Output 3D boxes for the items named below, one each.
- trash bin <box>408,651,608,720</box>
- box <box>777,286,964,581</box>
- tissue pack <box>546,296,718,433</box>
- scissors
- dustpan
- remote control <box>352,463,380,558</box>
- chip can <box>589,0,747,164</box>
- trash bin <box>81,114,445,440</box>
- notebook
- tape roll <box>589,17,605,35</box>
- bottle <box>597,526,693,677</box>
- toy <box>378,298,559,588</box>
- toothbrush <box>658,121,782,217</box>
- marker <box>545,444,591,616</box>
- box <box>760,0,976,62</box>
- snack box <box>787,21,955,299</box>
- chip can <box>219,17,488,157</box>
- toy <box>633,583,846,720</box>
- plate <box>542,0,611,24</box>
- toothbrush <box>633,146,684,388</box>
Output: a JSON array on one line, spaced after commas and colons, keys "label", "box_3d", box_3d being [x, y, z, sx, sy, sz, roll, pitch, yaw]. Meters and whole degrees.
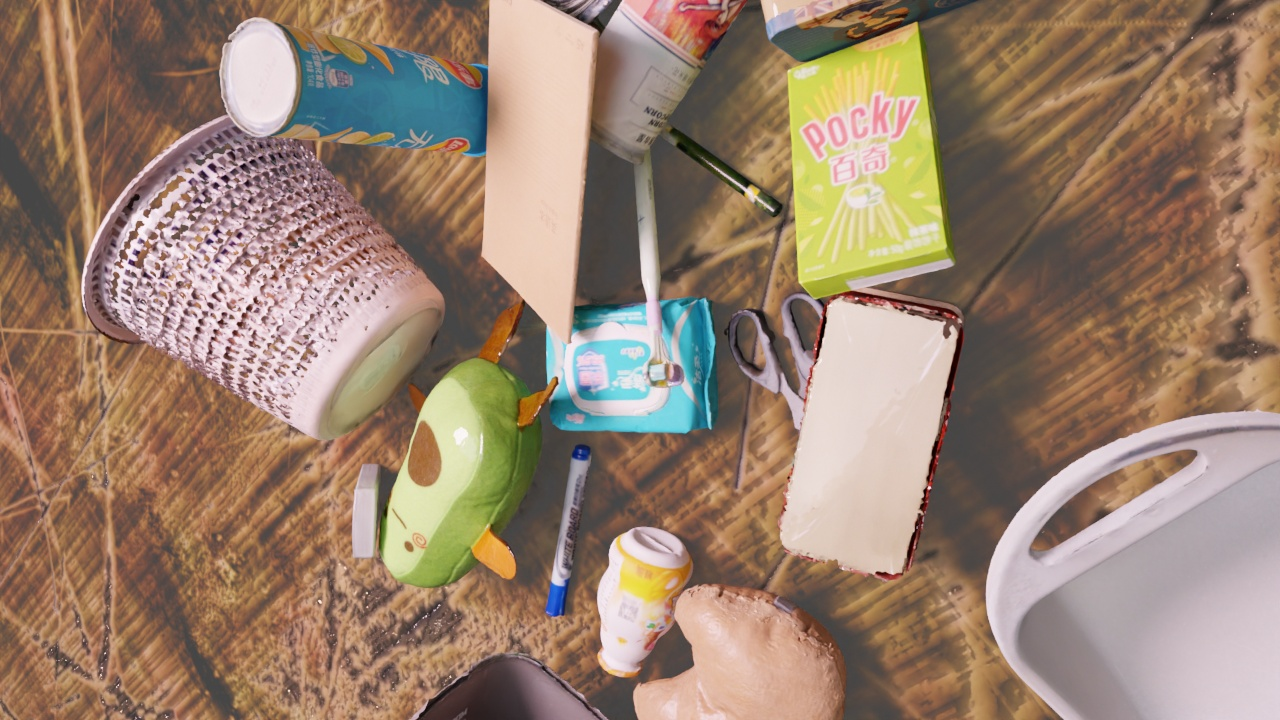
[{"label": "trash bin", "box_3d": [-0.111, 0.375, 0.680, 0.198, 0.198, 0.220, 38, 137, 19]}, {"label": "box", "box_3d": [0.139, 0.044, 0.566, 0.091, 0.080, 0.168, 13, 103, 16]}, {"label": "tissue pack", "box_3d": [-0.004, 0.004, 0.662, 0.134, 0.050, 0.093, -2, 95, 28]}, {"label": "scissors", "box_3d": [0.118, 0.036, 0.622, 0.172, 0.014, 0.147, 41, 115, 17]}, {"label": "dustpan", "box_3d": [0.310, 0.143, 0.461, 0.223, 0.142, 0.257, -44, 75, 27]}, {"label": "remote control", "box_3d": [-0.229, 0.123, 0.769, 0.019, 0.135, 0.056, 2, 93, -14]}, {"label": "chip can", "box_3d": [0.031, -0.235, 0.586, 0.071, 0.071, 0.215, 42, 110, 17]}, {"label": "trash bin", "box_3d": [-0.273, -0.050, 0.725, 0.192, 0.227, 0.228, 38, 114, 5]}, {"label": "notebook", "box_3d": [-0.074, -0.138, 0.632, 0.149, 0.012, 0.212, 45, 137, 45]}, {"label": "tape roll", "box_3d": [-0.006, -0.266, 0.642, 0.086, 0.013, 0.086, 5, 100, 28]}, {"label": "bottle", "box_3d": [-0.002, 0.180, 0.681, 0.063, 0.063, 0.108, 23, 108, 24]}, {"label": "toy", "box_3d": [-0.136, 0.080, 0.708, 0.247, 0.089, 0.227, -62, 39, 21]}, {"label": "toothbrush", "box_3d": [0.024, -0.154, 0.645, 0.186, 0.012, 0.017, 40, 119, 18]}, {"label": "marker", "box_3d": [-0.057, 0.137, 0.732, 0.017, 0.016, 0.146, 17, 106, 26]}, {"label": "box", "box_3d": [0.158, -0.230, 0.514, 0.185, 0.089, 0.061, -11, 92, 28]}, {"label": "snack box", "box_3d": [0.133, -0.119, 0.544, 0.086, 0.026, 0.156, -12, 64, 29]}, {"label": "chip can", "box_3d": [-0.178, -0.183, 0.637, 0.071, 0.209, 0.071, 5, 101, 29]}, {"label": "toy", "box_3d": [0.062, 0.264, 0.655, 0.143, 0.082, 0.226, 32, 116, 22]}, {"label": "plate", "box_3d": [-0.041, -0.302, 0.629, 0.180, 0.024, 0.179, -12, 74, 45]}, {"label": "toothbrush", "box_3d": [0.008, -0.072, 0.627, 0.020, 0.029, 0.189, 137, 132, -59]}]
